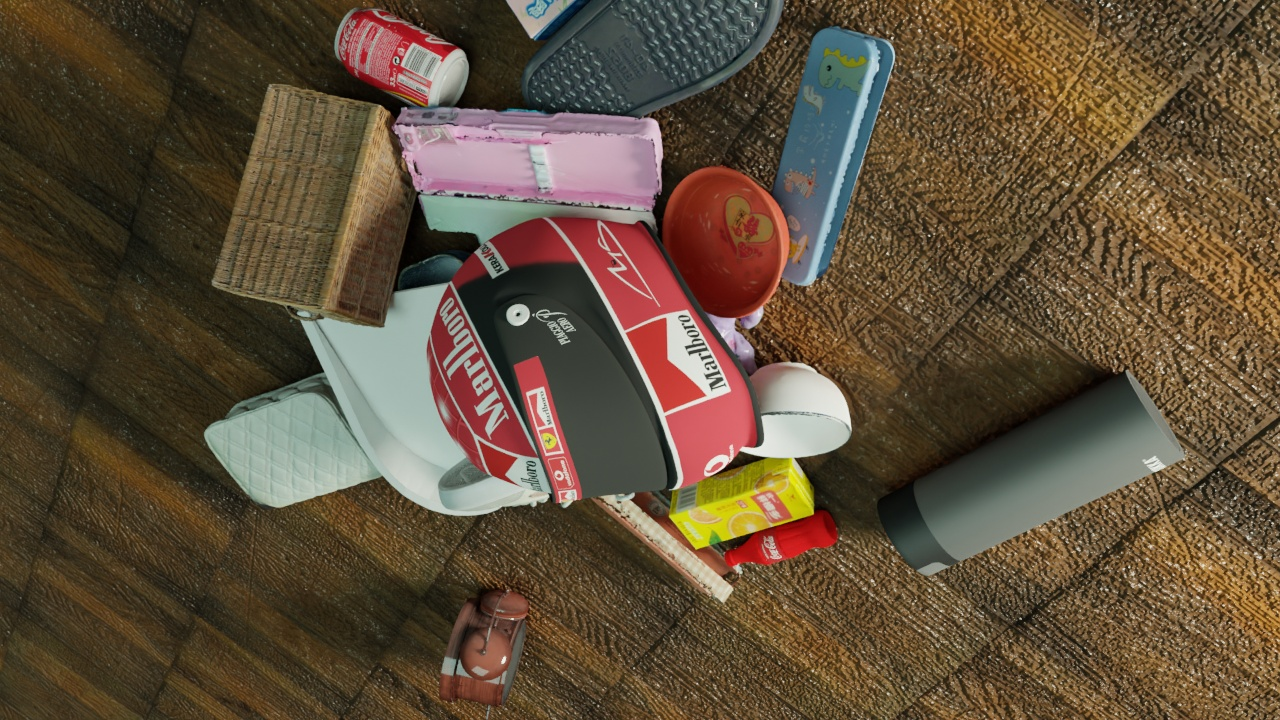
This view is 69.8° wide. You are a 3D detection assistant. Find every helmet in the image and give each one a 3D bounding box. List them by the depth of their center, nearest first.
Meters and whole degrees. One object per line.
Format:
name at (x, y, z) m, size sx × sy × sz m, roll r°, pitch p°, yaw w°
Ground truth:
helmet at (-0.060, 0.008, 0.770) m, size 0.224 × 0.270 × 0.198 m, roll -24°, pitch 151°, yaw -11°

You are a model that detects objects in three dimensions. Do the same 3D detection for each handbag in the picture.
handbag at (-0.379, 0.091, 1.038) m, size 0.195 × 0.072 × 0.139 m, roll -16°, pitch 117°, yaw 24°

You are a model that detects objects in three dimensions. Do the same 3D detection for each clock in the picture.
clock at (-0.177, 0.331, 1.058) m, size 0.072 × 0.120 × 0.158 m, roll 13°, pitch 126°, yaw 3°

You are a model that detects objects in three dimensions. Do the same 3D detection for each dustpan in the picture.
dustpan at (-0.215, 0.051, 0.934) m, size 0.192 × 0.053 × 0.258 m, roll -7°, pitch 127°, yaw 20°

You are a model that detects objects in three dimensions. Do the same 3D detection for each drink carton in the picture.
drink carton at (0.101, 0.139, 0.913) m, size 0.135 × 0.042 × 0.058 m, roll -22°, pitch 122°, yaw 26°

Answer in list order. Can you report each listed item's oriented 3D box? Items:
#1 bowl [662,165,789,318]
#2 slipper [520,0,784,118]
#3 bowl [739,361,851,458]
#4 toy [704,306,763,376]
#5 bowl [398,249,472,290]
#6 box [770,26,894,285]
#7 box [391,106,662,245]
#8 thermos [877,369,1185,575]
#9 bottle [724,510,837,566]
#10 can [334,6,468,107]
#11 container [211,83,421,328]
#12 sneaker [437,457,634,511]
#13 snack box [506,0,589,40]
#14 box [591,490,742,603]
bowl at (0.081, -0.104, 0.791) m, size 0.131 × 0.045 × 0.131 m, roll 19°, pitch 119°, yaw 39°
slipper at (0.013, -0.265, 0.741) m, size 0.269 × 0.083 × 0.110 m, roll -20°, pitch 118°, yaw 43°
bowl at (0.132, 0.042, 0.835) m, size 0.113 × 0.063 × 0.114 m, roll 2°, pitch 154°, yaw 1°
toy at (0.078, -0.025, 0.850) m, size 0.080 × 0.036 × 0.100 m, roll -7°, pitch 111°, yaw 20°
bowl at (-0.178, -0.068, 0.897) m, size 0.110 × 0.055 × 0.110 m, roll 7°, pitch 131°, yaw 8°
box at (0.145, -0.162, 0.751) m, size 0.068 × 0.058 × 0.210 m, roll 19°, pitch 119°, yaw 12°
box at (-0.092, -0.152, 0.826) m, size 0.230 × 0.035 × 0.159 m, roll 6°, pitch 143°, yaw 11°
thermos at (0.331, 0.104, 0.802) m, size 0.241 × 0.082 × 0.082 m, roll -36°, pitch 100°, yaw 29°
bottle at (0.139, 0.185, 0.930) m, size 0.119 × 0.036 × 0.036 m, roll -25°, pitch 105°, yaw 27°
can at (-0.211, -0.266, 0.814) m, size 0.105 × 0.064 × 0.064 m, roll 28°, pitch 120°, yaw 4°
container at (-0.282, -0.133, 0.830) m, size 0.114 × 0.112 × 0.198 m, roll 12°, pitch 84°, yaw 13°
sneaker at (-0.071, 0.109, 0.890) m, size 0.242 × 0.089 × 0.091 m, roll -21°, pitch 111°, yaw -8°
snack box at (-0.094, -0.350, 0.742) m, size 0.088 × 0.033 × 0.154 m, roll -31°, pitch 94°, yaw 28°
box at (0.030, 0.180, 0.970) m, size 0.188 × 0.063 × 0.056 m, roll 42°, pitch 156°, yaw -7°
